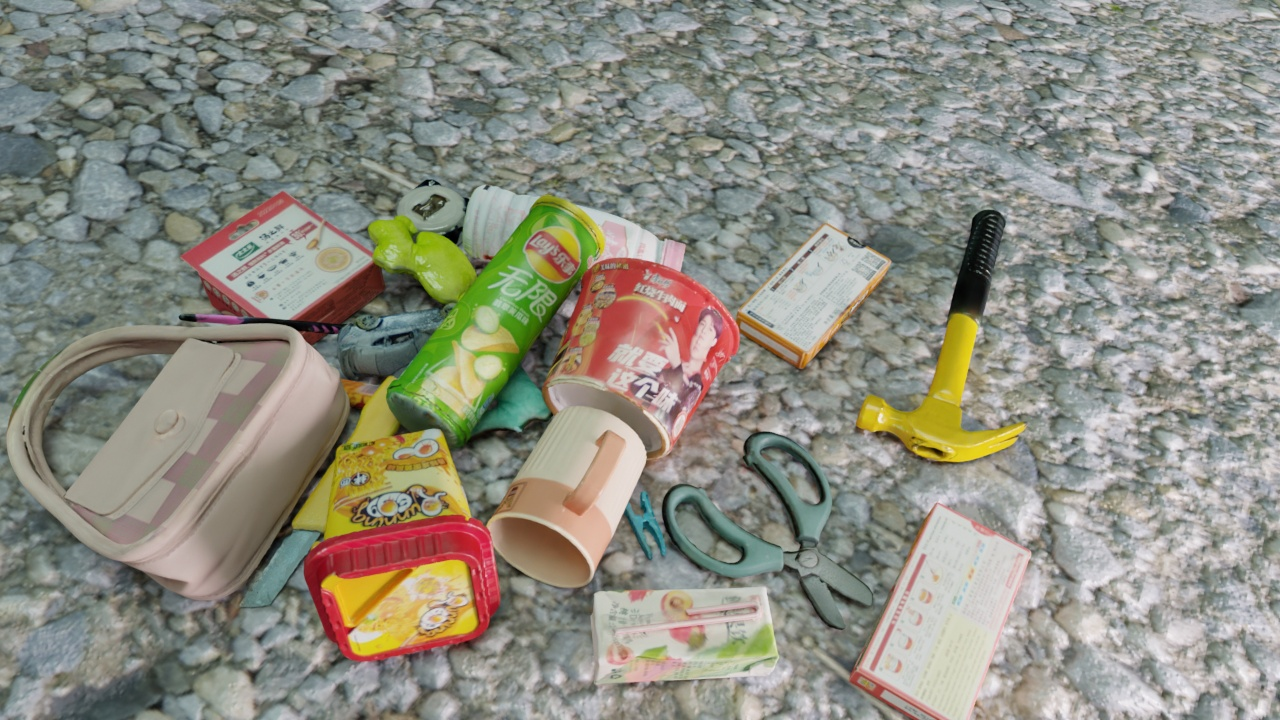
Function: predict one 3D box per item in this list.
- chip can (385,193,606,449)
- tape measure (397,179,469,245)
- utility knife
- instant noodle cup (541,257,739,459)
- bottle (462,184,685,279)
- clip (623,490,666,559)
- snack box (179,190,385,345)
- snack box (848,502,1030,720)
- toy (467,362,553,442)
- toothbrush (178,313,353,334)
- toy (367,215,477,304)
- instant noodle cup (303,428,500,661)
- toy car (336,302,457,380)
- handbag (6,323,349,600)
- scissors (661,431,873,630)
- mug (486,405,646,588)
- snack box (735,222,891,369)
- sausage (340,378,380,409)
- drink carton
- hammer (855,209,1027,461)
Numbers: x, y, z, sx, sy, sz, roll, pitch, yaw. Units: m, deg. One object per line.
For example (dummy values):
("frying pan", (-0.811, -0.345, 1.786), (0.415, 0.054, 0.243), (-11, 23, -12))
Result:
("chip can", (-0.112, -0.032, 0.724), (0.072, 0.073, 0.220), (25, 63, 14))
("tape measure", (-0.194, -0.134, 0.863), (0.066, 0.034, 0.065), (27, 54, 17))
("utility knife", (-0.226, 0.091, 0.686), (0.033, 0.015, 0.215), (25, 63, 9))
("instant noodle cup", (-0.004, 0.004, 0.712), (0.138, 0.138, 0.108), (21, 61, 11))
("bottle", (-0.059, -0.108, 0.835), (0.197, 0.068, 0.068), (12, 52, 1))
("clip", (0.004, 0.124, 0.690), (0.047, 0.014, 0.057), (-13, 55, -16))
("snack box", (-0.310, -0.075, 0.801), (0.127, 0.044, 0.113), (34, 57, 19))
("snack box", (0.216, 0.181, 0.654), (0.077, 0.027, 0.155), (28, 55, 16))
("toy", (-0.112, 0.026, 0.747), (0.096, 0.030, 0.092), (-30, 57, -22))
("toothbrush", (-0.269, -0.026, 0.742), (0.189, 0.014, 0.017), (3, 59, -33))
("toy", (-0.188, -0.089, 0.808), (0.100, 0.031, 0.096), (9, 49, -39))
("instant noodle cup", (-0.162, 0.119, 0.626), (0.116, 0.116, 0.123), (-9, 42, -11))
("toy car", (-0.188, -0.014, 0.757), (0.120, 0.054, 0.036), (-12, 51, -15))
("handbag", (-0.354, 0.049, 0.672), (0.234, 0.093, 0.192), (17, 59, 19))
("scissors", (0.113, 0.120, 0.699), (0.177, 0.019, 0.170), (27, 54, 18))
("mug", (-0.044, 0.089, 0.651), (0.081, 0.115, 0.105), (33, 51, -5))
("snack box", (0.159, -0.062, 0.840), (0.075, 0.026, 0.153), (34, 57, 20))
("sausage", (-0.244, 0.025, 0.742), (0.165, 0.021, 0.021), (10, 52, 3))
("drink carton", (0.029, 0.185, 0.623), (0.122, 0.046, 0.053), (-1, 51, -6))
("hammer", (0.290, -0.032, 0.823), (0.129, 0.033, 0.299), (20, 53, 10))
